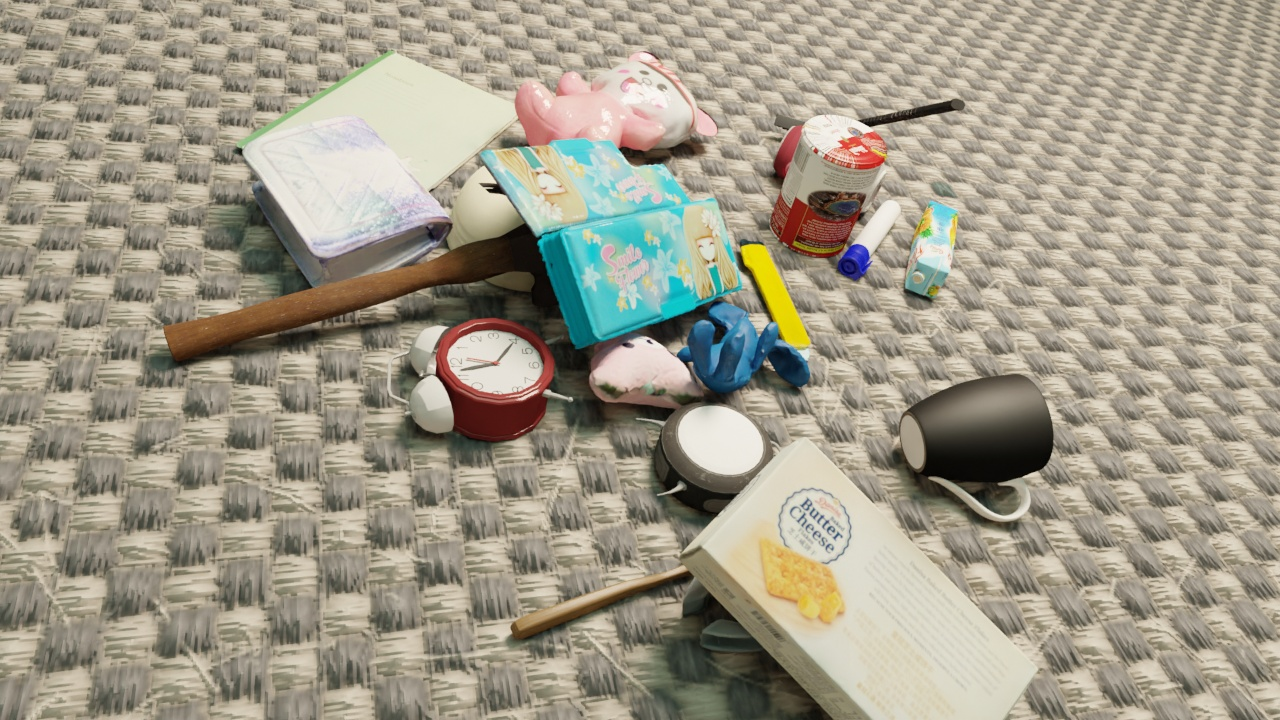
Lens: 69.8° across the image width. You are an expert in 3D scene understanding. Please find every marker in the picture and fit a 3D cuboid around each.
[{"bbox_3d":[0.246,-0.130,0.974,0.027,0.023,0.132,45,48,-2],"label":"marker"}]

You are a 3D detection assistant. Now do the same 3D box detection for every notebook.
[{"bbox_3d":[-0.260,-0.242,0.954,0.182,0.010,0.251,25,46,10],"label":"notebook"}]

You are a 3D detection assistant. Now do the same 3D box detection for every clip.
[{"bbox_3d":[0.114,0.160,0.633,0.163,0.028,0.107,-25,52,-19],"label":"clip"}]

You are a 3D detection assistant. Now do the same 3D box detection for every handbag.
[{"bbox_3d":[-0.259,-0.139,0.810,0.126,0.069,0.158,-27,61,-28],"label":"handbag"}]

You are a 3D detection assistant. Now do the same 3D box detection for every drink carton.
[{"bbox_3d":[0.307,-0.118,0.964,0.038,0.044,0.128,21,44,6],"label":"drink carton"}]

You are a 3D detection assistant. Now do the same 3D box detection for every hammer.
[{"bbox_3d":[-0.211,-0.061,0.744,0.322,0.115,0.033,-18,31,-18],"label":"hammer"},{"bbox_3d":[0.233,-0.248,0.942,0.095,0.015,0.325,15,6,-14],"label":"hammer"}]

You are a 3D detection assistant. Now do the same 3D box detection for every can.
[{"bbox_3d":[0.190,-0.177,0.937,0.086,0.117,0.086,8,46,-8],"label":"can"},{"bbox_3d":[0.208,-0.211,1.012,0.114,0.063,0.063,30,47,14],"label":"can"}]

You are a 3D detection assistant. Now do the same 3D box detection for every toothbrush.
[{"bbox_3d":[-0.012,0.157,0.633,0.166,0.016,0.016,-14,53,-27],"label":"toothbrush"}]

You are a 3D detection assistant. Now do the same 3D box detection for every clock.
[{"bbox_3d":[-0.127,0.014,0.717,0.137,0.048,0.096,2,47,-15],"label":"clock"},{"bbox_3d":[0.063,0.072,0.715,0.122,0.044,0.091,-2,48,-17],"label":"clock"}]

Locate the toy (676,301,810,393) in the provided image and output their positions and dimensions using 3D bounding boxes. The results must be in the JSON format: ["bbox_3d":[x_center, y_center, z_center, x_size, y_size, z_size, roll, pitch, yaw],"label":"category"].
[{"bbox_3d":[0.084,-0.007,0.767,0.113,0.071,0.176,23,14,15],"label":"toy"}]

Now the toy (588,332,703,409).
[{"bbox_3d":[-0.004,0.004,0.758,0.099,0.053,0.095,8,31,-26],"label":"toy"}]

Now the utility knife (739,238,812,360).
[{"bbox_3d":[0.129,-0.060,0.879,0.030,0.017,0.162,-6,48,-14],"label":"utility knife"}]

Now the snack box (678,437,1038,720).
[{"bbox_3d":[0.136,0.161,0.585,0.208,0.058,0.104,45,69,5],"label":"snack box"}]

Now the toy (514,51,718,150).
[{"bbox_3d":[-0.023,-0.266,0.990,0.142,0.084,0.212,42,52,21],"label":"toy"}]

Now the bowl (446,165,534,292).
[{"bbox_3d":[-0.103,-0.141,0.853,0.150,0.075,0.150,7,46,-8],"label":"bowl"}]

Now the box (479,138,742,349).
[{"bbox_3d":[-0.011,-0.118,0.787,0.226,0.056,0.185,-23,86,-51],"label":"box"}]

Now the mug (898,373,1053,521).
[{"bbox_3d":[0.274,0.076,0.754,0.100,0.085,0.118,-9,79,-7],"label":"mug"}]
